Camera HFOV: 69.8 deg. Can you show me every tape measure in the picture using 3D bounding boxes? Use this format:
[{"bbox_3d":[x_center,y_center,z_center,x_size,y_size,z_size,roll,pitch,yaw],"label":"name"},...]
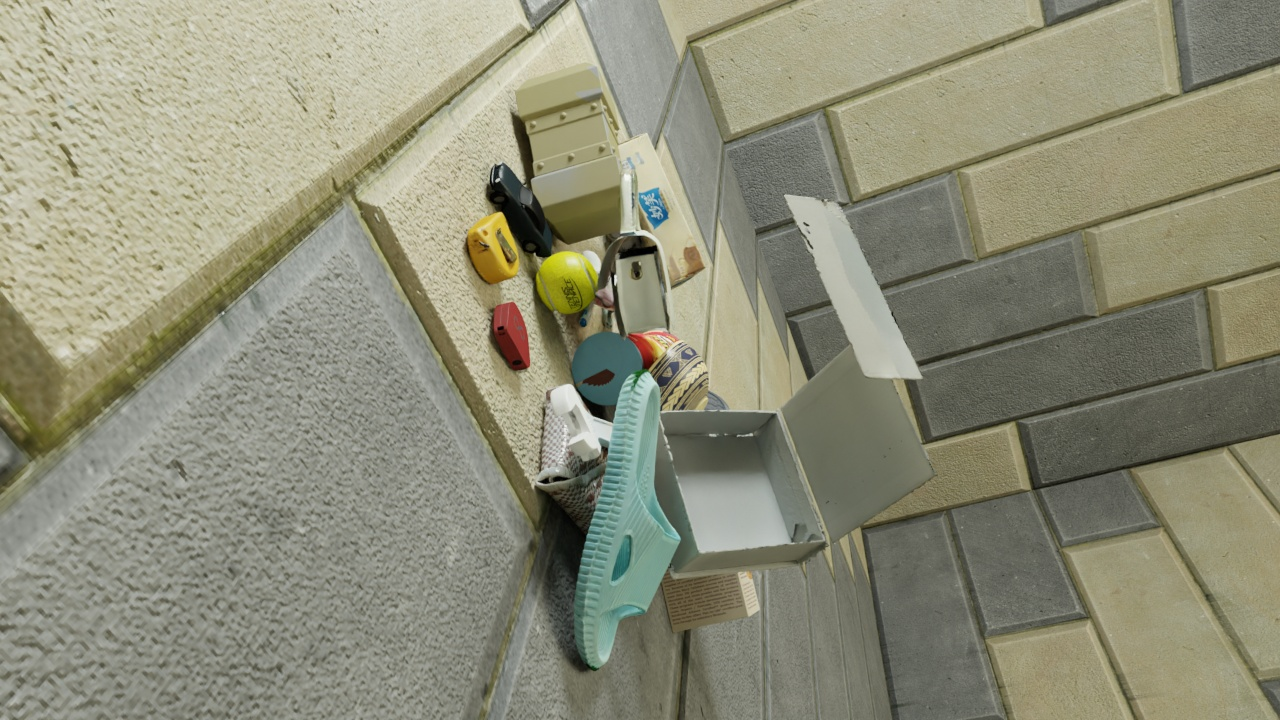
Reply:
[{"bbox_3d":[-0.136,-0.103,0.861,0.068,0.030,0.059,-70,139,-64],"label":"tape measure"},{"bbox_3d":[-0.120,-0.024,0.856,0.051,0.019,0.059,-94,167,-45],"label":"tape measure"}]

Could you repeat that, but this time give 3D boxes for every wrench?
[{"bbox_3d":[-0.035,0.072,0.900,0.273,0.018,0.066,38,29,-74],"label":"wrench"}]

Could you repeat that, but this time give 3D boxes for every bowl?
[{"bbox_3d":[0.039,0.041,1.016,0.061,0.112,0.112,36,9,14],"label":"bowl"}]

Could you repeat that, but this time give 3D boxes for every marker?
[{"bbox_3d":[-0.060,-0.076,1.135,0.141,0.013,0.013,-77,147,-60],"label":"marker"}]

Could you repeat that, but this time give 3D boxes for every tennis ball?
[{"bbox_3d":[-0.078,-0.082,0.976,0.065,0.065,0.065,-16,90,-75],"label":"tennis ball"}]

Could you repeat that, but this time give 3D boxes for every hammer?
[{"bbox_3d":[-0.049,-0.209,1.182,0.325,0.101,0.190,52,25,-70],"label":"hammer"}]

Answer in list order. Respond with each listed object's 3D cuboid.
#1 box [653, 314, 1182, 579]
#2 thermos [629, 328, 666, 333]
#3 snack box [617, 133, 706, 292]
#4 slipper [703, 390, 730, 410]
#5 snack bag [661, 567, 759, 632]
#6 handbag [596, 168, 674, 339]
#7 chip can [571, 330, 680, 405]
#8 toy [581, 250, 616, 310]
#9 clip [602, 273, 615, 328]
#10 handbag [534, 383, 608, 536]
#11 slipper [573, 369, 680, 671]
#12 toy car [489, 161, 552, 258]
[{"bbox_3d":[0.274,0.082,0.959,0.234,0.529,0.166,52,19,-60],"label":"box"},{"bbox_3d":[0.021,-0.008,1.269,0.052,0.052,0.224,-69,140,-66],"label":"thermos"},{"bbox_3d":[0.019,-0.206,1.328,0.153,0.055,0.207,164,-98,-83],"label":"snack box"},{"bbox_3d":[0.048,0.133,1.061,0.267,0.110,0.083,-79,-169,-53],"label":"slipper"},{"bbox_3d":[0.069,0.215,1.123,0.070,0.094,0.206,23,52,-70],"label":"snack bag"},{"bbox_3d":[-0.011,-0.116,0.985,0.151,0.074,0.176,-79,160,-79],"label":"handbag"},{"bbox_3d":[-0.007,0.006,1.097,0.213,0.087,0.087,-5,78,-73],"label":"chip can"},{"bbox_3d":[-0.048,-0.087,1.108,0.076,0.037,0.125,33,21,-17],"label":"toy"},{"bbox_3d":[-0.036,-0.076,1.190,0.023,0.043,0.075,49,29,-53],"label":"clip"},{"bbox_3d":[-0.043,0.123,0.921,0.124,0.047,0.186,-93,160,-44],"label":"handbag"},{"bbox_3d":[-0.004,0.145,0.833,0.116,0.069,0.276,39,60,-71],"label":"slipper"},{"bbox_3d":[-0.122,-0.156,0.957,0.112,0.034,0.046,58,21,-43],"label":"toy car"}]
